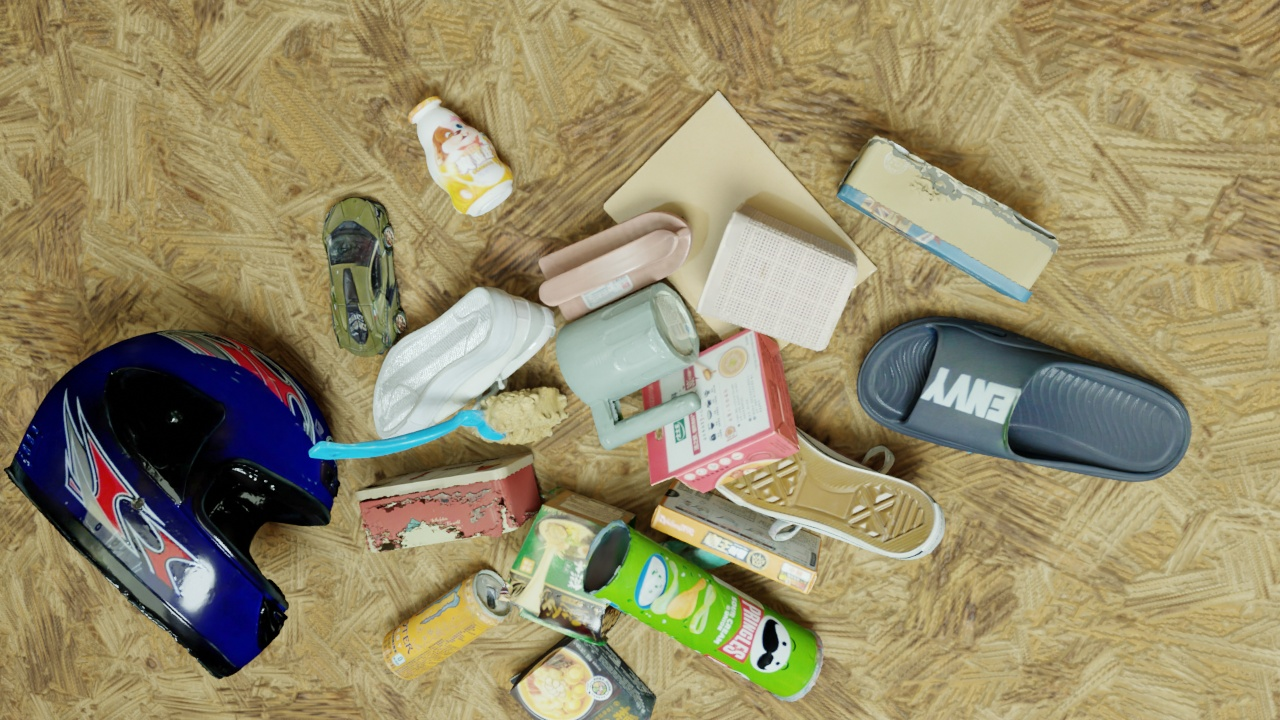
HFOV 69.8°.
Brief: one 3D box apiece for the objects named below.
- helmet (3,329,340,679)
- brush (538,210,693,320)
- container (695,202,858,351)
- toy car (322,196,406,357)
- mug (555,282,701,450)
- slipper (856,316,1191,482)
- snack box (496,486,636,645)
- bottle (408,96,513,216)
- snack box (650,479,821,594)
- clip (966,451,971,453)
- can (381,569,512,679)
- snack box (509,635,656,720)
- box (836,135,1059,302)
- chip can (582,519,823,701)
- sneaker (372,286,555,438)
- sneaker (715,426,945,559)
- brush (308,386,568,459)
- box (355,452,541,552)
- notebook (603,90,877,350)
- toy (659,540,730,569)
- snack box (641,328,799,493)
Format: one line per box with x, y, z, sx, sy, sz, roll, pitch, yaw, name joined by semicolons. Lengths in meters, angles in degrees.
-0.414;0.112;0.885;0.315;0.248;0.239;42;67;8;helmet
-0.019;-0.087;0.812;0.146;0.072;0.063;-20;100;25;brush
0.117;-0.068;0.769;0.111;0.089;0.090;22;108;6;container
-0.278;-0.082;0.908;0.070;0.042;0.158;-2;101;15;toy car
-0.005;0.005;0.816;0.104;0.083;0.124;-25;74;27;mug
0.315;0.031;0.744;0.268;0.083;0.110;14;92;8;slipper
-0.059;0.191;0.886;0.117;0.118;0.105;18;98;10;snack box
-0.166;-0.187;0.837;0.063;0.063;0.108;-35;93;20;bottle
0.090;0.160;0.849;0.154;0.075;0.026;22;107;9;snack box
0.303;0.059;0.799;0.056;0.014;0.043;-36;93;18;clip
-0.205;0.280;0.970;0.146;0.058;0.058;-36;92;20;can
-0.066;0.354;0.959;0.126;0.053;0.113;-42;90;15;snack box
0.247;-0.110;0.732;0.184;0.089;0.059;34;103;6;box
0.058;0.229;0.833;0.236;0.072;0.072;34;112;-20;chip can
-0.172;0.007;0.889;0.243;0.090;0.089;-34;62;38;sneaker
0.155;0.110;0.810;0.241;0.088;0.118;22;82;32;sneaker
-0.170;0.062;0.819;0.083;0.254;0.046;-32;74;43;brush
-0.188;0.149;0.912;0.168;0.091;0.080;-11;93;18;box
0.085;-0.110;0.818;0.148;0.008;0.207;-42;90;21;notebook
0.043;0.186;0.875;0.092;0.096;0.030;-14;73;34;toy
0.067;0.048;0.806;0.127;0.113;0.044;-27;139;28;snack box
